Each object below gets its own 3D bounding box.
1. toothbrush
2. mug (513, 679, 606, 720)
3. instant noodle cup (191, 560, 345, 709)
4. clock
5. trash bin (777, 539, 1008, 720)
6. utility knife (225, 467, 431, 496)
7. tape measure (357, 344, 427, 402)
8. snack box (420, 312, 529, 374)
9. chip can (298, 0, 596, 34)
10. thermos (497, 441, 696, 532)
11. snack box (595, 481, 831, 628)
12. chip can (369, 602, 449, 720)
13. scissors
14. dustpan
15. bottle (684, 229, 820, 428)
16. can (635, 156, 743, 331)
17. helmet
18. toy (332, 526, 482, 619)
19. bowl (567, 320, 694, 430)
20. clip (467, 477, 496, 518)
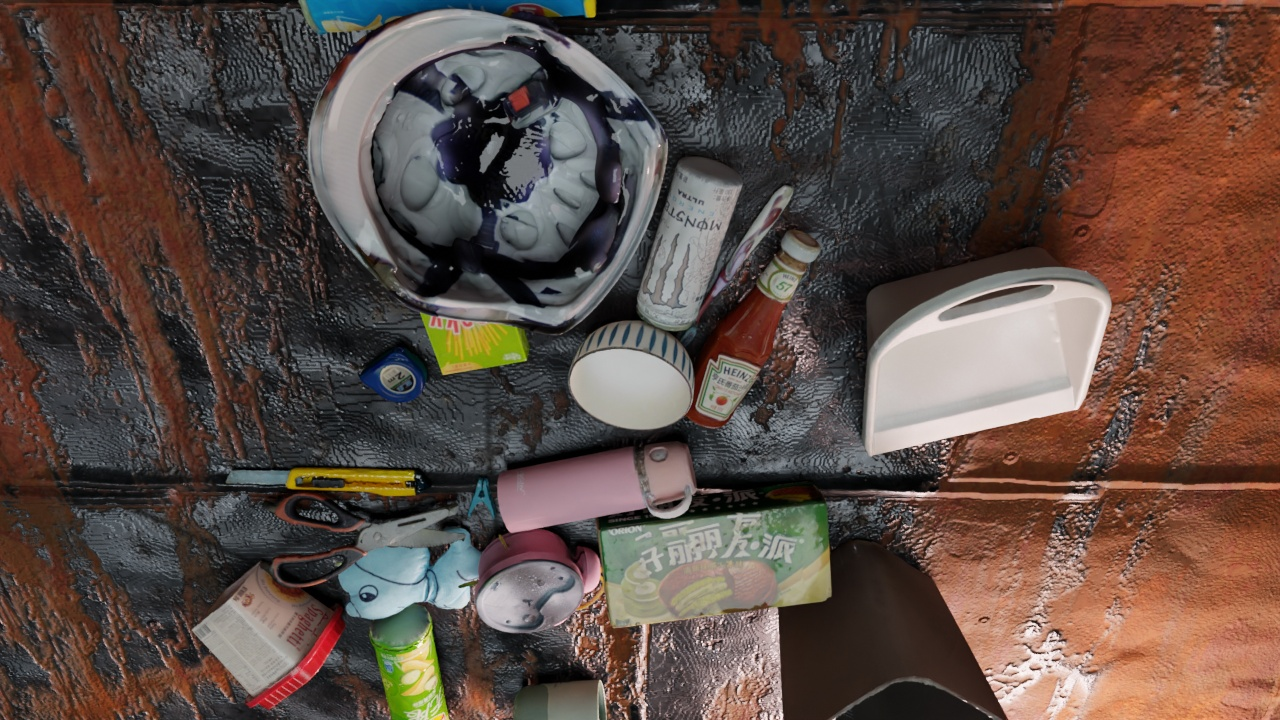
[{"bbox_3d":[0.083,-0.082,0.839,0.016,0.017,0.188,26,120,-17],"label":"toothbrush"},{"bbox_3d":[-0.098,0.448,1.149,0.106,0.082,0.112,-7,154,3],"label":"mug"},{"bbox_3d":[-0.420,0.304,1.034,0.117,0.116,0.124,-37,105,20],"label":"instant noodle cup"},{"bbox_3d":[-0.109,0.246,1.014,0.158,0.059,0.117,24,116,-29],"label":"clock"},{"bbox_3d":[0.256,0.338,0.993,0.199,0.219,0.199,34,115,-21],"label":"trash bin"},{"bbox_3d":[-0.331,0.129,0.971,0.218,0.015,0.033,1,120,-1],"label":"utility knife"},{"bbox_3d":[-0.236,0.014,0.893,0.058,0.025,0.054,-31,120,22],"label":"tape measure"},{"bbox_3d":[-0.163,-0.062,0.844,0.086,0.026,0.156,-9,123,6],"label":"snack box"},{"bbox_3d":[-0.140,-0.283,0.675,0.210,0.071,0.071,-3,123,1],"label":"chip can"},{"bbox_3d":[-0.043,0.135,0.938,0.199,0.087,0.067,-10,135,7],"label":"thermos"},{"bbox_3d":[0.077,0.203,0.968,0.240,0.063,0.114,-6,105,-3],"label":"snack box"},{"bbox_3d":[-0.275,0.388,1.106,0.072,0.072,0.222,-1,122,0],"label":"chip can"},{"bbox_3d":[-0.304,0.182,0.985,0.213,0.015,0.197,38,94,-2],"label":"scissors"},{"bbox_3d":[0.308,0.006,0.828,0.223,0.142,0.258,-14,121,8],"label":"dustpan"},{"bbox_3d":[0.101,-0.027,0.849,0.059,0.059,0.207,21,120,-14],"label":"bottle"},{"bbox_3d":[0.041,-0.101,0.802,0.058,0.058,0.147,13,122,-9],"label":"can"},{"bbox_3d":[-0.120,-0.153,0.707,0.258,0.146,0.229,17,106,-24],"label":"helmet"},{"bbox_3d":[-0.260,0.238,1.023,0.156,0.049,0.161,31,105,-15],"label":"toy"},{"bbox_3d":[-0.005,0.005,0.858,0.116,0.066,0.117,7,139,6],"label":"bowl"},{"bbox_3d":[-0.170,0.148,0.987,0.034,0.013,0.055,1,122,-3],"label":"clip"}]
